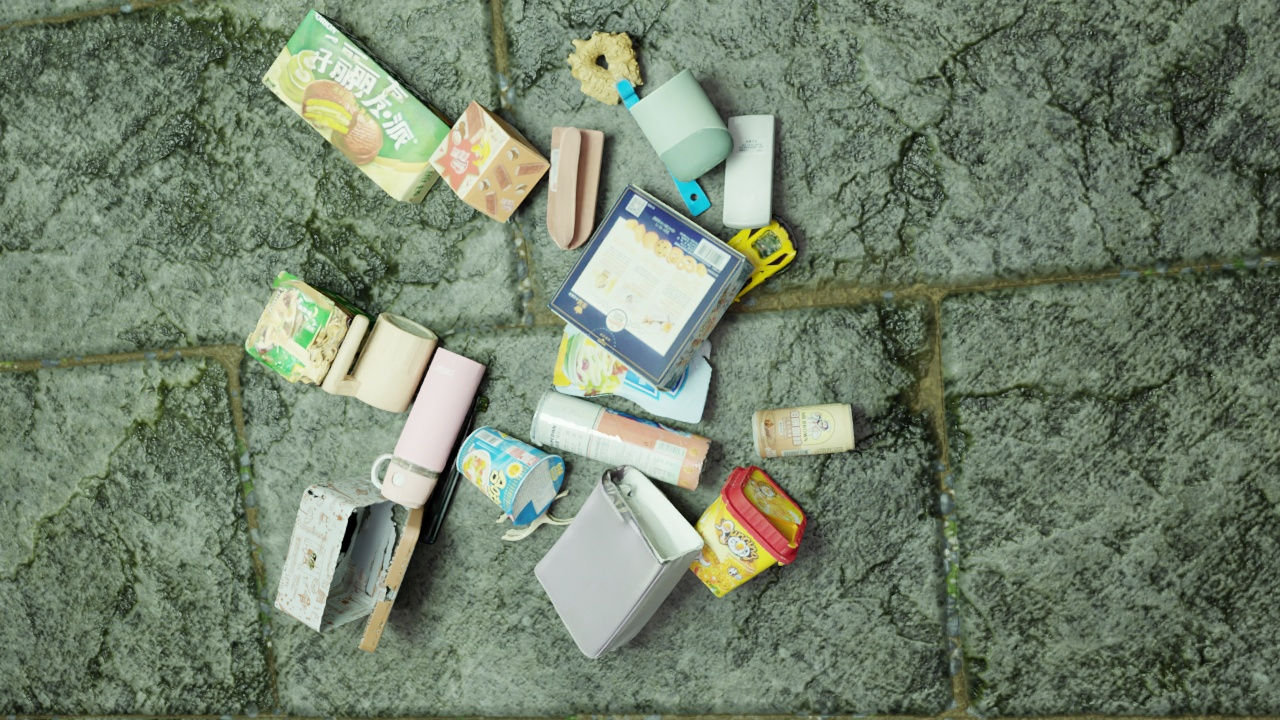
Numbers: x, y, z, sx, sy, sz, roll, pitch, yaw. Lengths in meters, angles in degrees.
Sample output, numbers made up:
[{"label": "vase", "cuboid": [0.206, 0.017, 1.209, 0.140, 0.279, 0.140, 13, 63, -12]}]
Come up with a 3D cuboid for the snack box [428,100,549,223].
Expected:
[{"label": "snack box", "cuboid": [-0.182, -0.238, 1.102, 0.094, 0.077, 0.093, -49, 56, 12]}]

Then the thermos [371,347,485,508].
[{"label": "thermos", "cuboid": [-0.271, 0.083, 1.158, 0.087, 0.067, 0.198, 22, 86, 20]}]

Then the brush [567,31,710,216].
[{"label": "brush", "cuboid": [0.004, -0.285, 1.098, 0.083, 0.046, 0.254, -34, 94, 3]}]

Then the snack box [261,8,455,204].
[{"label": "snack box", "cuboid": [-0.344, -0.314, 1.148, 0.240, 0.063, 0.114, 42, 101, 4]}]

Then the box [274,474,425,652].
[{"label": "box", "cuboid": [-0.343, 0.261, 1.176, 0.158, 0.148, 0.182, 22, 100, 23]}]

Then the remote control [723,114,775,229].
[{"label": "remote control", "cuboid": [0.128, -0.221, 1.074, 0.056, 0.019, 0.135, 0, 81, 16]}]

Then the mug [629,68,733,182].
[{"label": "mug", "cuboid": [0.055, -0.272, 1.059, 0.082, 0.111, 0.106, -27, 105, 36]}]

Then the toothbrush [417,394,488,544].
[{"label": "toothbrush", "cuboid": [-0.245, 0.142, 1.204, 0.027, 0.026, 0.213, 18, 100, -27]}]

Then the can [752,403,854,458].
[{"label": "can", "cuboid": [0.194, 0.084, 1.095, 0.116, 0.058, 0.058, -6, 95, 11]}]

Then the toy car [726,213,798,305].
[{"label": "toy car", "cuboid": [0.117, -0.111, 1.097, 0.156, 0.041, 0.071, -35, 89, 14]}]

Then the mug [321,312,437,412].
[{"label": "mug", "cuboid": [-0.327, -0.001, 1.155, 0.084, 0.124, 0.103, 33, 101, 35]}]

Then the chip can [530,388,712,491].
[{"label": "chip can", "cuboid": [-0.023, 0.098, 1.131, 0.215, 0.071, 0.071, 17, 99, 9]}]

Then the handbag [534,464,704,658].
[{"label": "handbag", "cuboid": [-0.030, 0.240, 1.107, 0.145, 0.098, 0.197, 47, 124, 23]}]

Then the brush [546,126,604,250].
[{"label": "brush", "cuboid": [-0.082, -0.206, 1.107, 0.063, 0.073, 0.146, 8, 100, 9]}]

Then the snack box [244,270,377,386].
[{"label": "snack box", "cuboid": [-0.410, -0.038, 1.172, 0.117, 0.105, 0.118, 33, 100, 9]}]

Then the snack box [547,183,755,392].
[{"label": "snack box", "cuboid": [0.010, -0.087, 1.085, 0.178, 0.045, 0.182, 37, 97, 22]}]

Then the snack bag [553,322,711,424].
[{"label": "snack bag", "cuboid": [-0.007, 0.007, 1.129, 0.191, 0.039, 0.110, 11, 71, 11]}]

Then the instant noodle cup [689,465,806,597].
[{"label": "instant noodle cup", "cuboid": [0.118, 0.209, 1.104, 0.116, 0.115, 0.124, 45, 114, 2]}]

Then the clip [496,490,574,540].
[{"label": "clip", "cuboid": [-0.138, 0.193, 1.185, 0.103, 0.034, 0.076, -28, 91, 8]}]

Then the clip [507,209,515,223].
[{"label": "clip", "cuboid": [-0.165, -0.202, 1.150, 0.028, 0.024, 0.056, 25, 107, 10]}]

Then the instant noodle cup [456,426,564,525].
[{"label": "instant noodle cup", "cuboid": [-0.168, 0.136, 1.148, 0.110, 0.099, 0.099, 29, 101, 26]}]
